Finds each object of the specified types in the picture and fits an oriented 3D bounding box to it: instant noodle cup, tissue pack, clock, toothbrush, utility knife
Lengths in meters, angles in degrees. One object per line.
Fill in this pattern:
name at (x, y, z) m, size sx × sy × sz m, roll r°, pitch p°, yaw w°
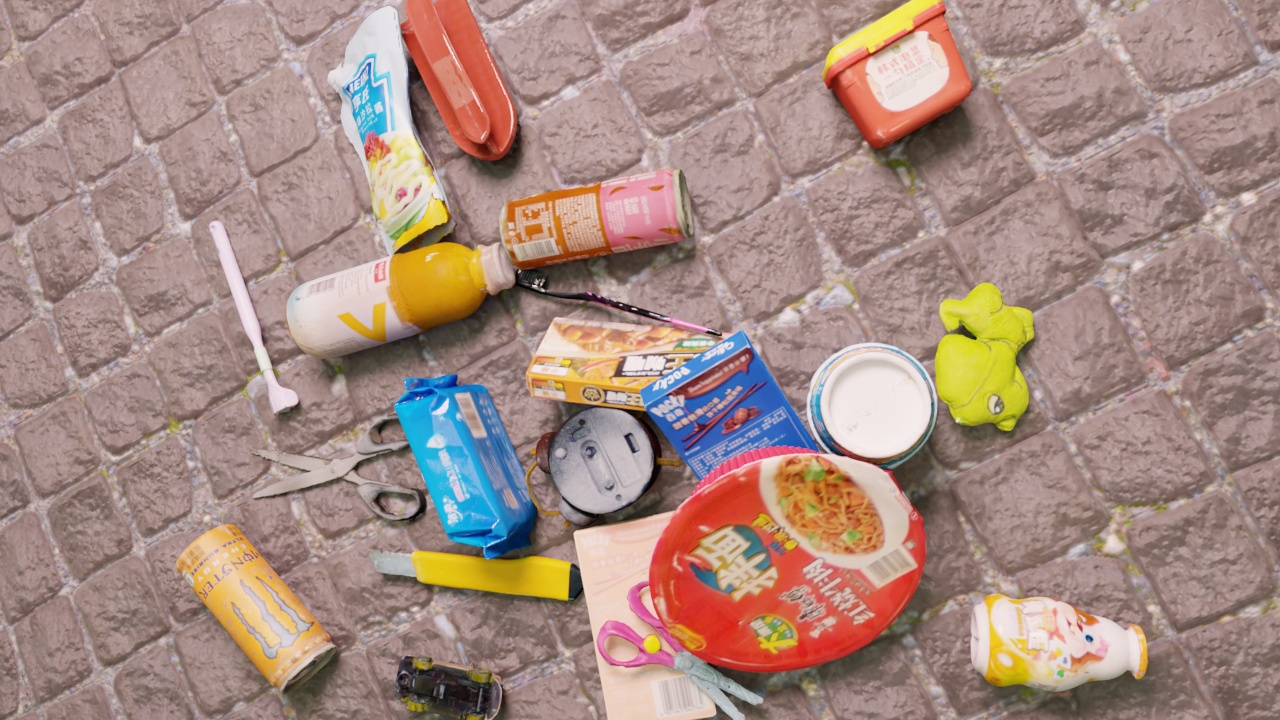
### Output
instant noodle cup at (0.165, 0.032, 0.649) m, size 0.099 × 0.110 × 0.099 m, roll -1°, pitch 86°, yaw 12°
tissue pack at (-0.136, 0.083, 0.724) m, size 0.052 × 0.095 × 0.157 m, roll -27°, pitch 84°, yaw 11°
clock at (-0.036, 0.082, 0.721) m, size 0.122 × 0.055 × 0.082 m, roll -28°, pitch 82°, yaw 11°
toothbrush at (-0.022, -0.047, 0.735) m, size 0.189 × 0.014 × 0.017 m, roll 16°, pitch 82°, yaw 20°
instant noodle cup at (0.099, 0.131, 0.652) m, size 0.194 × 0.065 × 0.194 m, roll -2°, pitch 119°, yaw -3°
utility knife at (-0.135, 0.172, 0.757) m, size 0.193 × 0.015 × 0.033 m, roll 4°, pitch 88°, yaw 10°
toothbrush at (-0.348, -0.041, 0.818) m, size 0.029 × 0.021 × 0.189 m, roll -26°, pitch 80°, yaw 12°

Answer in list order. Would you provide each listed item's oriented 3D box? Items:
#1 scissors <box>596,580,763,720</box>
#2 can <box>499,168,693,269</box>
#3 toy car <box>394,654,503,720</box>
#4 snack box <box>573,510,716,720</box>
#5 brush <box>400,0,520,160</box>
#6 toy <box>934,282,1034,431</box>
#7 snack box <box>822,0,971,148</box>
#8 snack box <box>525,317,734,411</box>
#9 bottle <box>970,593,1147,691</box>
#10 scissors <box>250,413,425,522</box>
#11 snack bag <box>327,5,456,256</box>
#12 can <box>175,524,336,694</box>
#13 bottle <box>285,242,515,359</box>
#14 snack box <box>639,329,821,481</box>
scissors at (0.039, 0.218, 0.691) m, size 0.137 × 0.017 × 0.077 m, roll 27°, pitch 80°, yaw 2°
can at (-0.035, -0.112, 0.729) m, size 0.147 × 0.058 × 0.058 m, roll -8°, pitch 85°, yaw 12°
toy car at (-0.154, 0.266, 0.748) m, size 0.090 × 0.035 × 0.042 m, roll 8°, pitch 90°, yaw 13°
snack box at (0.003, 0.202, 0.715) m, size 0.084 × 0.026 × 0.157 m, roll -11°, pitch 84°, yaw 4°
brush at (-0.147, -0.231, 0.755) m, size 0.063 × 0.069 × 0.145 m, roll -27°, pitch 82°, yaw 11°
toy at (0.248, -0.001, 0.669) m, size 0.096 × 0.031 × 0.100 m, roll 36°, pitch 84°, yaw -4°
snack box at (0.189, -0.208, 0.673) m, size 0.091 × 0.082 × 0.080 m, roll -28°, pitch 91°, yaw 11°
snack box at (-0.004, 0.004, 0.709) m, size 0.154 × 0.075 × 0.026 m, roll 6°, pitch 131°, yaw 12°
bottle at (0.288, 0.197, 0.636) m, size 0.108 × 0.063 × 0.063 m, roll 1°, pitch 87°, yaw 13°
scissors at (-0.257, 0.093, 0.795) m, size 0.159 × 0.014 × 0.171 m, roll 42°, pitch 98°, yaw 14°
snack bag at (-0.211, -0.186, 0.770) m, size 0.111 × 0.038 × 0.191 m, roll -26°, pitch 82°, yaw 50°
can at (-0.326, 0.209, 0.779) m, size 0.146 × 0.058 × 0.058 m, roll 44°, pitch 97°, yaw 11°
bottle at (-0.196, -0.054, 0.758) m, size 0.190 × 0.068 × 0.068 m, roll -15°, pitch 84°, yaw 11°
snack box at (0.075, 0.058, 0.664) m, size 0.084 × 0.026 × 0.157 m, roll -30°, pitch 122°, yaw 9°
